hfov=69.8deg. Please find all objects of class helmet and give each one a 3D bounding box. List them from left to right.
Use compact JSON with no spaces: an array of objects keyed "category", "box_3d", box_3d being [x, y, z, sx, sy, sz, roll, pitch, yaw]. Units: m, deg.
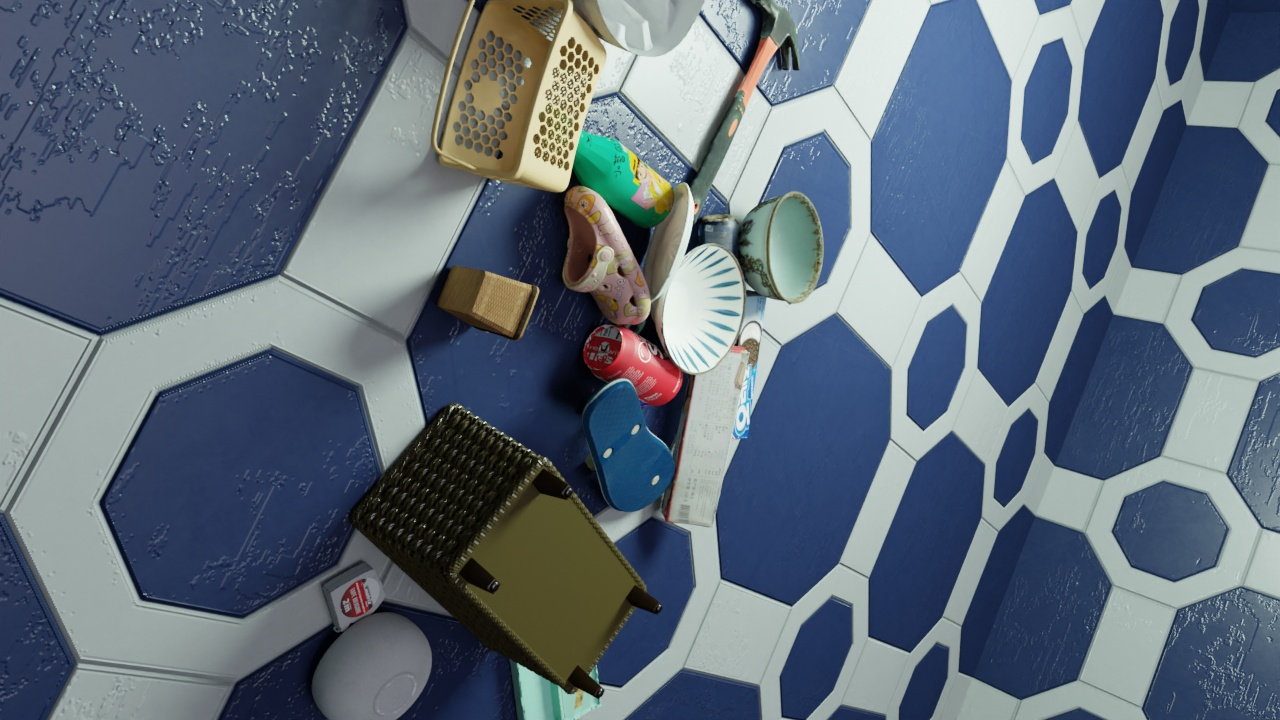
[{"category":"helmet","box_3d":[-0.007,-0.462,0.955,0.223,0.184,0.282,-15,101,-48]}]

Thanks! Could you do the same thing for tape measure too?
[{"category":"tape measure","box_3d":[-0.315,0.257,1.007,0.062,0.020,0.060,-29,129,-37]}]

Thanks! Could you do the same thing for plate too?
[{"category":"plate","box_3d":[0.035,-0.146,1.157,0.014,0.157,0.157,16,92,-14]}]

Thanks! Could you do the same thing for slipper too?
[{"category":"slipper","box_3d":[-0.054,-0.114,1.113,0.081,0.093,0.197,-37,128,-20]},{"category":"slipper","box_3d":[-0.029,0.115,1.234,0.118,0.060,0.295,-45,146,-18]}]

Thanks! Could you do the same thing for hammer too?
[{"category":"hammer","box_3d":[0.131,-0.342,1.275,0.133,0.033,0.333,35,78,-48]}]

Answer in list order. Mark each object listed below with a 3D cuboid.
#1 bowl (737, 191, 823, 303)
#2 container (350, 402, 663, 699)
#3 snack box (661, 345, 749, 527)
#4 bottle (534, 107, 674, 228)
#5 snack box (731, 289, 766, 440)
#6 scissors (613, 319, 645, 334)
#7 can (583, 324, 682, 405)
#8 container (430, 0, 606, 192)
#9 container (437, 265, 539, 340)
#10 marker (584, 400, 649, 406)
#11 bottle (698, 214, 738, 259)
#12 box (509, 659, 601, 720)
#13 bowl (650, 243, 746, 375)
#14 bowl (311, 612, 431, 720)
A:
[{"category":"bowl","box_3d":[0.189,-0.163,1.343,0.159,0.094,0.160,-6,98,-51]},{"category":"container","box_3d":[-0.133,0.234,1.056,0.176,0.205,0.321,-51,135,-22]},{"category":"snack box","box_3d":[0.092,0.108,1.343,0.076,0.044,0.273,8,103,-9]},{"category":"bottle","box_3d":[-0.043,-0.230,1.094,0.209,0.068,0.068,28,82,-49]},{"category":"snack box","box_3d":[0.140,0.007,1.385,0.059,0.059,0.226,-6,109,-43]},{"category":"scissors","box_3d":[0.008,-0.087,1.243,0.130,0.014,0.070,-52,137,-21]},{"category":"can","box_3d":[-0.007,0.007,1.212,0.142,0.074,0.074,30,81,-48]},{"category":"container","box_3d":[-0.136,-0.276,0.931,0.166,0.129,0.183,15,92,-56]},{"category":"container","box_3d":[-0.168,-0.066,0.991,0.061,0.114,0.063,24,85,-36]},{"category":"marker","box_3d":[-0.027,0.058,1.254,0.133,0.015,0.018,-5,120,-46]},{"category":"bottle","box_3d":[0.111,-0.126,1.307,0.056,0.056,0.161,-22,119,-41]},{"category":"box","box_3d":[-0.117,0.438,1.280,0.136,0.033,0.187,-22,119,-41]},{"category":"bowl","box_3d":[0.064,-0.073,1.246,0.176,0.071,0.177,-16,112,-45]},{"category":"bowl","box_3d":[-0.289,0.354,1.021,0.131,0.064,0.132,-28,132,-37]}]
